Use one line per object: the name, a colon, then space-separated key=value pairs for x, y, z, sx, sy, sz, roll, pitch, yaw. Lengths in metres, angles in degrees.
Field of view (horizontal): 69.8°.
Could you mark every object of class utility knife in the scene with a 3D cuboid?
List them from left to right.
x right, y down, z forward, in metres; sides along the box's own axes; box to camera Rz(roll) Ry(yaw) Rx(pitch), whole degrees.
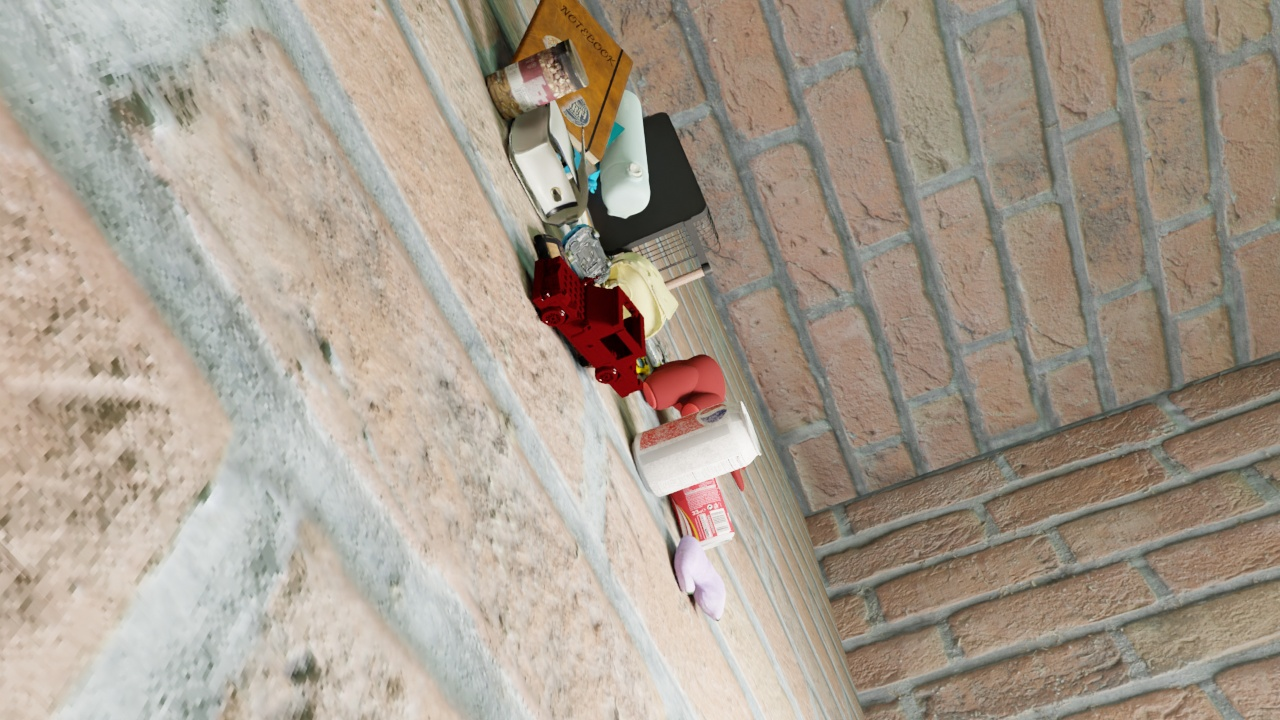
utility knife: x=-0.007 y=0.007 z=1.252 sx=0.030 sy=0.017 sz=0.175 roll=60 pitch=12 yaw=4

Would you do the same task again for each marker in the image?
marker: x=0.008 y=-0.032 z=1.410 sx=0.017 sy=0.017 sz=0.146 roll=-89 pitch=157 yaw=-66

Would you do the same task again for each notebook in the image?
notebook: x=-0.084 y=-0.375 z=1.214 sx=0.178 sy=0.014 sz=0.248 roll=40 pitch=44 yaw=-30

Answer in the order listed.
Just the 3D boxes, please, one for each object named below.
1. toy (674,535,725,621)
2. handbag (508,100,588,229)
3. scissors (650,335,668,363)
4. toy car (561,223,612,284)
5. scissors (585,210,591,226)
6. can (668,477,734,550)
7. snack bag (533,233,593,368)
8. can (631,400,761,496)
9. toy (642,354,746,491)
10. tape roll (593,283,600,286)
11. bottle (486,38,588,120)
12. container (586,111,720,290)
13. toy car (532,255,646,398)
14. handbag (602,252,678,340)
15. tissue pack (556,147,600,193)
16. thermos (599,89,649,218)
toy: x=0.068 y=0.255 z=1.065 sx=0.100 sy=0.036 sz=0.080 roll=61 pitch=21 yaw=-16
handbag: x=-0.086 y=-0.212 z=1.095 sx=0.151 sy=0.074 sz=0.176 roll=-97 pitch=164 yaw=-57
scissors: x=0.040 y=-0.006 z=1.506 sx=0.141 sy=0.014 sz=0.171 roll=59 pitch=5 yaw=-4
toy car: x=-0.067 y=-0.124 z=1.082 sx=0.032 sy=0.048 sz=0.105 roll=41 pitch=-11 yaw=30
scissors: x=-0.074 y=-0.182 z=1.295 sx=0.073 sy=0.012 sz=0.131 roll=49 pitch=23 yaw=-68
can: x=0.074 y=0.184 z=1.162 sx=0.064 sy=0.064 sz=0.104 roll=41 pitch=29 yaw=-70
snack bag: x=-0.075 y=-0.064 z=0.997 sx=0.074 sy=0.018 sz=0.155 roll=3 pitch=66 yaw=-79
can: x=0.065 y=0.101 z=1.066 sx=0.078 sy=0.136 sz=0.078 roll=-21 pitch=89 yaw=-80
toy: x=0.089 y=0.087 z=1.300 sx=0.197 sy=0.120 sz=0.158 roll=59 pitch=7 yaw=-1
tape roll: x=-0.047 y=-0.042 z=1.082 sx=0.094 sy=0.027 sz=0.094 roll=-21 pitch=89 yaw=-81
bottle: x=-0.118 y=-0.322 z=1.054 sx=0.056 sy=0.105 sz=0.056 roll=-20 pitch=89 yaw=-81
container: x=0.010 y=-0.236 z=1.390 sx=0.130 sy=0.163 sz=0.241 roll=58 pitch=12 yaw=-60
toy car: x=-0.041 y=-0.036 z=0.930 sx=0.170 sy=0.062 sz=0.070 roll=50 pitch=27 yaw=-42
handbag: x=-0.007 y=-0.090 z=1.251 sx=0.111 sy=0.081 sz=0.119 roll=64 pitch=13 yaw=-10
tissue pack: x=-0.107 y=-0.330 z=1.273 sx=0.117 sy=0.066 sz=0.209 roll=-66 pitch=136 yaw=-75
thermos: x=-0.025 y=-0.288 z=1.272 sx=0.078 sy=0.065 sz=0.206 roll=124 pitch=-30 yaw=-46
